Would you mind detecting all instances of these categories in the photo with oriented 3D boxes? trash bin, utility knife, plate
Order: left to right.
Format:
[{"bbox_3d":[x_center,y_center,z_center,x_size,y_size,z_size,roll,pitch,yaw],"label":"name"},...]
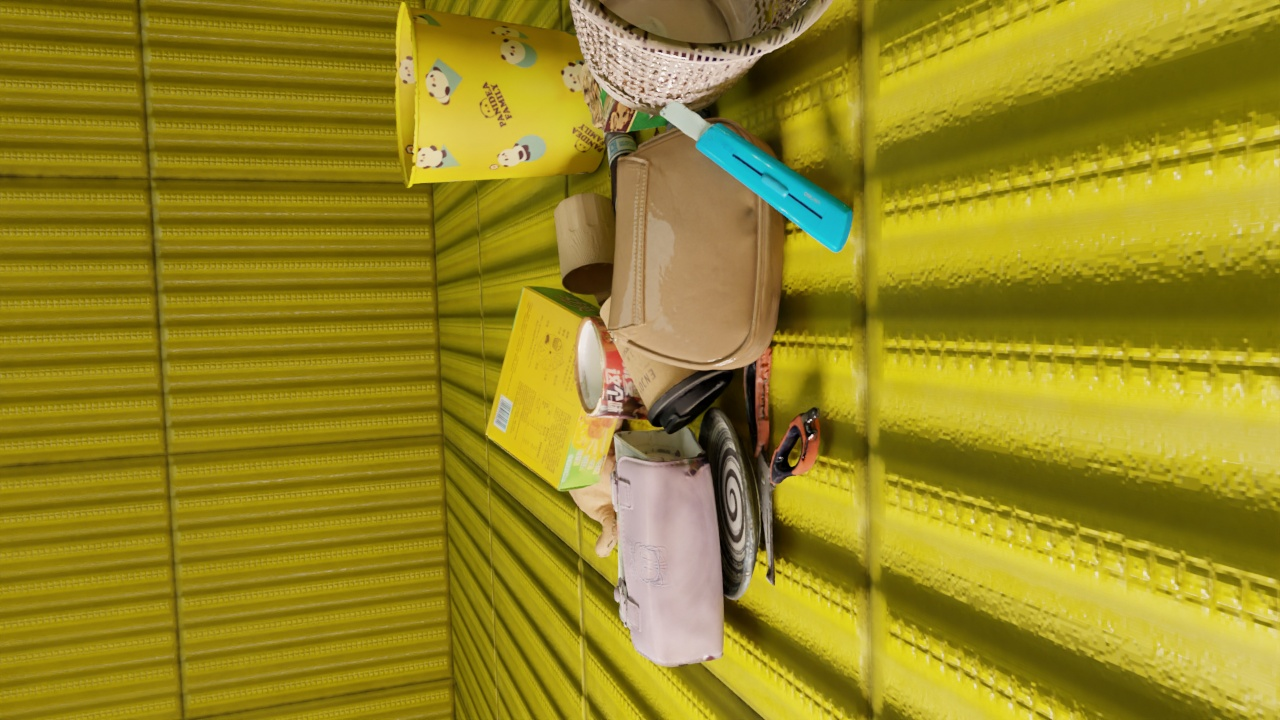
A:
[{"bbox_3d":[-0.186,-0.344,1.221,0.230,0.255,0.229,177,90,-71],"label":"trash bin"},{"bbox_3d":[0.030,-0.299,0.724,0.192,0.227,0.227,125,140,-79],"label":"trash bin"},{"bbox_3d":[0.084,0.131,0.854,0.179,0.024,0.179,176,91,-81],"label":"plate"},{"bbox_3d":[0.085,-0.148,0.703,0.187,0.018,0.034,40,123,21],"label":"utility knife"}]

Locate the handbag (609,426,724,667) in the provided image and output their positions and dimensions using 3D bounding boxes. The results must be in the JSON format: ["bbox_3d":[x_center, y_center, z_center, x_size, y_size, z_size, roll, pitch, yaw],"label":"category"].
[{"bbox_3d":[0.024,0.175,0.889,0.145,0.098,0.197,-160,66,-74],"label":"handbag"}]

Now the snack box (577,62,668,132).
[{"bbox_3d":[0.007,-0.298,0.909,0.118,0.105,0.118,116,145,-50],"label":"snack box"}]

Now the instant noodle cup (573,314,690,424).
[{"bbox_3d":[-0.006,0.006,0.984,0.138,0.108,0.138,176,90,-70],"label":"instant noodle cup"}]

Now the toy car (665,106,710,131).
[{"bbox_3d":[0.044,-0.223,0.914,0.091,0.043,0.034,108,-174,-55],"label":"toy car"}]

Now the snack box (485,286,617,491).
[{"bbox_3d":[-0.097,0.031,1.126,0.158,0.069,0.210,29,110,39],"label":"snack box"}]

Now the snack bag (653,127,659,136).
[{"bbox_3d":[0.022,-0.204,0.997,0.045,0.026,0.105,103,158,-59],"label":"snack bag"}]

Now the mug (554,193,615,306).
[{"bbox_3d":[-0.061,-0.141,1.184,0.125,0.084,0.103,65,-166,-67],"label":"mug"}]

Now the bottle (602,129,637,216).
[{"bbox_3d":[-0.010,-0.201,1.065,0.080,0.044,0.194,118,145,-55],"label":"bottle"}]

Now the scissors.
[{"bbox_3d":[0.112,0.084,0.799,0.227,0.015,0.188,110,152,-55],"label":"scissors"}]

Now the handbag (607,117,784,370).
[{"bbox_3d":[0.049,-0.094,0.779,0.099,0.148,0.204,4,-90,-66],"label":"handbag"}]

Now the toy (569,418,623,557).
[{"bbox_3d":[-0.057,0.138,1.190,0.144,0.082,0.226,155,110,-65],"label":"toy"}]

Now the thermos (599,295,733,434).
[{"bbox_3d":[0.022,-0.005,0.882,0.143,0.092,0.093,57,150,19],"label":"thermos"}]

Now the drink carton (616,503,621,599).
[{"bbox_3d":[0.001,0.228,1.078,0.045,0.053,0.122,-153,62,-73],"label":"drink carton"}]
